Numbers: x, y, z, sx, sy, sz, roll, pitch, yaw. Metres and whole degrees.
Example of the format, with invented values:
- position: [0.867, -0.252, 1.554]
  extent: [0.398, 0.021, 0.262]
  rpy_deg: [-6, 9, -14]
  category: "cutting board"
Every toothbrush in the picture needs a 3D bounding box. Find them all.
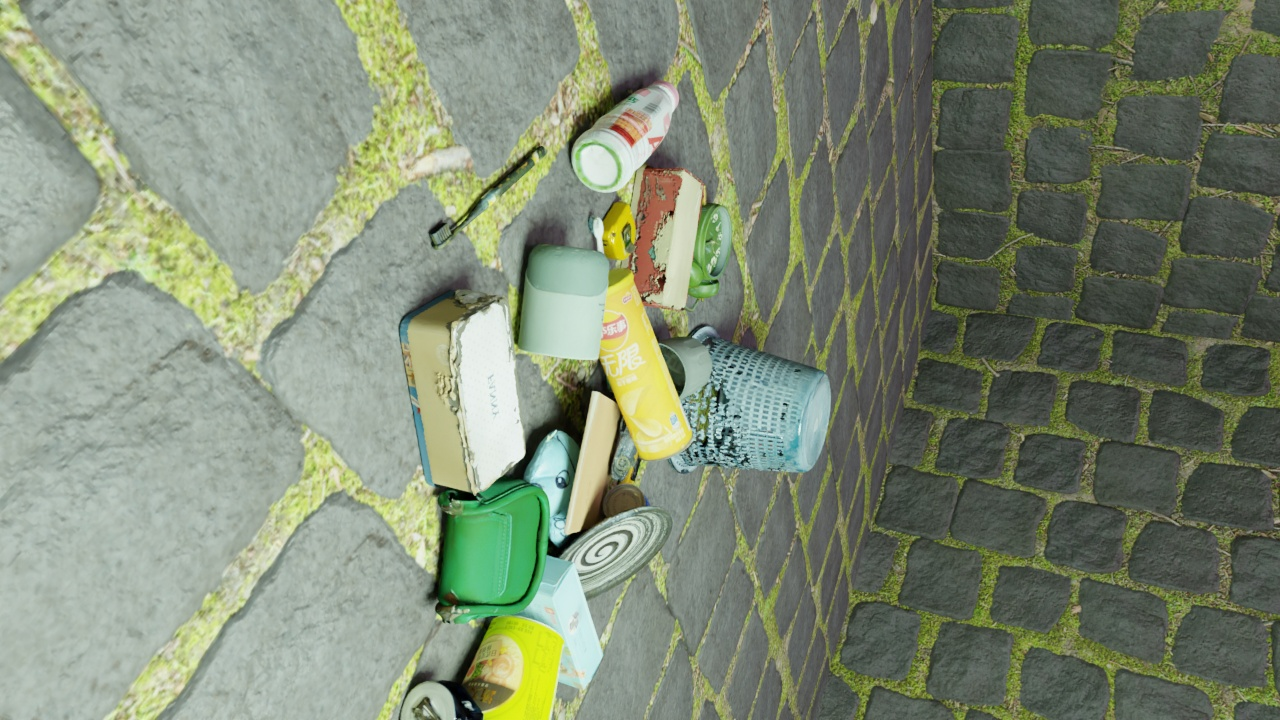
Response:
- position: [-0.135, -0.153, 0.834]
  extent: [0.185, 0.012, 0.017]
  rpy_deg: [-55, 134, -43]
  category: "toothbrush"
- position: [-0.038, -0.061, 1.059]
  extent: [0.026, 0.027, 0.225]
  rpy_deg: [-24, 125, -27]
  category: "toothbrush"

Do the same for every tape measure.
- position: [-0.024, -0.144, 1.055]
  extent: [0.059, 0.029, 0.057]
  rpy_deg: [-62, 150, -34]
  category: "tape measure"
- position: [-0.185, 0.326, 0.835]
  extent: [0.066, 0.066, 0.033]
  rpy_deg: [-51, 149, 1]
  category: "tape measure"

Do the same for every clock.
- position: [0.077, -0.145, 1.238]
  extent: [0.116, 0.056, 0.161]
  rpy_deg: [24, 77, -64]
  category: "clock"

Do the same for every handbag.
- position: [-0.144, 0.176, 0.865]
  extent: [0.120, 0.068, 0.131]
  rpy_deg: [-10, 108, -63]
  category: "handbag"

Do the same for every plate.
- position: [-0.041, 0.222, 1.065]
  extent: [0.179, 0.024, 0.180]
  rpy_deg: [-26, 148, -18]
  category: "plate"

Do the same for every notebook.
- position: [-0.050, 0.117, 1.039]
  extent: [0.211, 0.012, 0.149]
  rpy_deg: [50, 51, -80]
  category: "notebook"

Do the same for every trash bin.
- position: [0.167, 0.072, 1.345]
  extent: [0.226, 0.195, 0.227]
  rpy_deg: [-33, 128, -58]
  category: "trash bin"

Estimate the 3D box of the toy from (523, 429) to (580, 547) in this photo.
- position: [-0.089, 0.135, 0.994]
  extent: [0.161, 0.050, 0.156]
  rpy_deg: [-48, 141, -60]
  category: "toy"

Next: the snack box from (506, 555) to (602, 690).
- position: [-0.098, 0.282, 0.996]
  extent: [0.051, 0.074, 0.175]
  rpy_deg: [-56, 145, -42]
  category: "snack box"

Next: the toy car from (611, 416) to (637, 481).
- position: [-0.009, 0.089, 1.117]
  extent: [0.054, 0.037, 0.120]
  rpy_deg: [-3, 114, -83]
  category: "toy car"

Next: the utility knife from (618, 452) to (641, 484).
- position: [-0.010, 0.135, 1.201]
  extent: [0.033, 0.015, 0.214]
  rpy_deg: [53, 51, -61]
  category: "utility knife"

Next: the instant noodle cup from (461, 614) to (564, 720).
- position: [-0.131, 0.327, 0.918]
  extent: [0.112, 0.112, 0.123]
  rpy_deg: [68, 30, -48]
  category: "instant noodle cup"

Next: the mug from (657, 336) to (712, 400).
- position: [0.034, 0.031, 1.188]
  extent: [0.103, 0.084, 0.124]
  rpy_deg: [-20, 127, -64]
  category: "mug"

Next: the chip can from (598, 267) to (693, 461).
- position: [-0.006, 0.006, 1.026]
  extent: [0.071, 0.072, 0.213]
  rpy_deg: [-48, 123, -49]
  category: "chip can"

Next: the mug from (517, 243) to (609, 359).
- position: [-0.077, -0.060, 0.924]
  extent: [0.112, 0.082, 0.106]
  rpy_deg: [-133, -130, -83]
  category: "mug"

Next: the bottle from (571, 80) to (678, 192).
- position: [-0.009, -0.255, 1.009]
  extent: [0.196, 0.068, 0.068]
  rpy_deg: [-58, 148, -47]
  category: "bottle"

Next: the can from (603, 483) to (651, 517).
- position: [-0.005, 0.202, 1.152]
  extent: [0.135, 0.053, 0.053]
  rpy_deg: [65, 41, -59]
  category: "can"

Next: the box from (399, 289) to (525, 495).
- position: [-0.152, 0.034, 0.810]
  extent: [0.089, 0.061, 0.184]
  rpy_deg: [-39, 135, -54]
  category: "box"

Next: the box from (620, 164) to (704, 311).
- position: [0.033, -0.147, 1.119]
  extent: [0.091, 0.077, 0.168]
  rpy_deg: [7, 92, -66]
  category: "box"
